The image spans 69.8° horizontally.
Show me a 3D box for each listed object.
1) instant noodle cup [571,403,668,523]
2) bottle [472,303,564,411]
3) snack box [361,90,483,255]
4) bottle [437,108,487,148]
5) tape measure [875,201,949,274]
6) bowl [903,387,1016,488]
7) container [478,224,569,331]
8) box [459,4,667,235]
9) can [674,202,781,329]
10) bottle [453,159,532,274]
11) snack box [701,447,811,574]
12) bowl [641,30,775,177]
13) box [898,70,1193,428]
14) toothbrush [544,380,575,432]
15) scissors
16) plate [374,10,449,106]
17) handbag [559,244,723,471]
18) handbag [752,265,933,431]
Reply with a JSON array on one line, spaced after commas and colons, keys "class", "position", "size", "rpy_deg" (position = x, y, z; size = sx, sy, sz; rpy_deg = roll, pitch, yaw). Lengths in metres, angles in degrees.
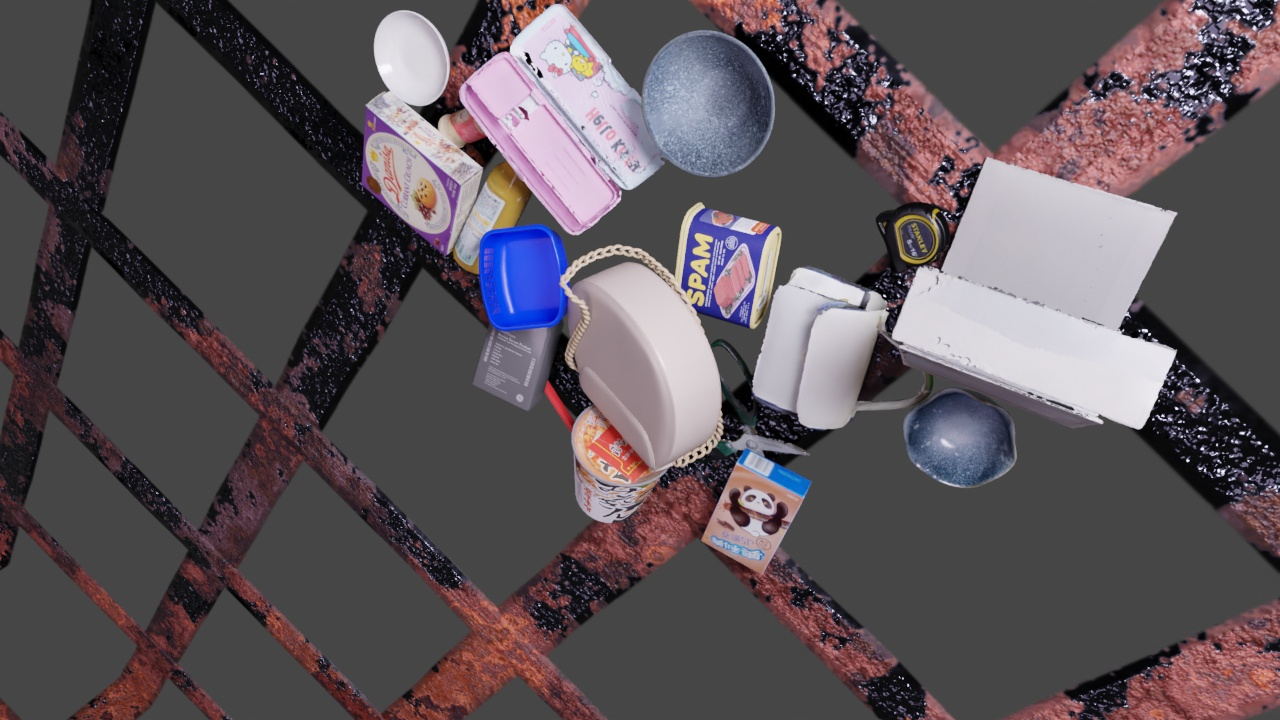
[{"class": "instant noodle cup", "position": [-0.030, 0.132, 1.122], "size": [0.123, 0.123, 0.122], "rpy_deg": [30, 142, 12]}, {"class": "bottle", "position": [-0.144, -0.032, 1.131], "size": [0.084, 0.046, 0.174], "rpy_deg": [25, 117, 10]}, {"class": "snack box", "position": [-0.262, -0.218, 1.085], "size": [0.148, 0.040, 0.144], "rpy_deg": [40, 147, 5]}, {"class": "bottle", "position": [-0.178, -0.271, 1.034], "size": [0.109, 0.044, 0.044], "rpy_deg": [-10, 110, 34]}, {"class": "tape measure", "position": [0.261, -0.119, 0.870], "size": [0.061, 0.034, 0.062], "rpy_deg": [-13, 103, 39]}, {"class": "bowl", "position": [0.324, 0.070, 0.923], "size": [0.110, 0.055, 0.110], "rpy_deg": [13, 121, 24]}, {"class": "container", "position": [-0.129, -0.095, 1.048], "size": [0.096, 0.058, 0.114], "rpy_deg": [-5, 97, 10]}, {"class": "box", "position": [-0.077, -0.251, 0.970], "size": [0.152, 0.038, 0.201], "rpy_deg": [-38, 95, 6]}, {"class": "can", "position": [0.091, -0.097, 0.966], "size": [0.092, 0.056, 0.116], "rpy_deg": [18, 123, 19]}, {"class": "bottle", "position": [-0.162, -0.182, 1.065], "size": [0.053, 0.053, 0.187], "rpy_deg": [40, 127, 5]}, {"class": "snack box", "position": [0.136, 0.182, 1.096], "size": [0.087, 0.034, 0.152], "rpy_deg": [27, 131, 12]}, {"class": "bowl", "position": [0.074, -0.252, 0.890], "size": [0.137, 0.057, 0.137], "rpy_deg": [14, 122, 23]}, {"class": "box", "position": [0.387, -0.122, 0.851], "size": [0.167, 0.421, 0.174], "rpy_deg": [23, 158, 17]}, {"class": "toothbrush", "position": [-0.105, 0.068, 1.194], "size": [0.018, 0.012, 0.212], "rpy_deg": [-26, 101, 37]}, {"class": "scissors", "position": [0.100, 0.062, 1.073], "size": [0.202, 0.015, 0.203], "rpy_deg": [7, 117, 26]}, {"class": "plate", "position": [-0.255, -0.346, 1.047], "size": [0.104, 0.026, 0.104], "rpy_deg": [14, 122, 23]}, {"class": "handbag", "position": [-0.006, 0.006, 0.997], "size": [0.210, 0.103, 0.209], "rpy_deg": [46, 150, 35]}, {"class": "handbag", "position": [0.211, 0.002, 0.940], "size": [0.176, 0.073, 0.151], "rpy_deg": [21, 124, 17]}]
